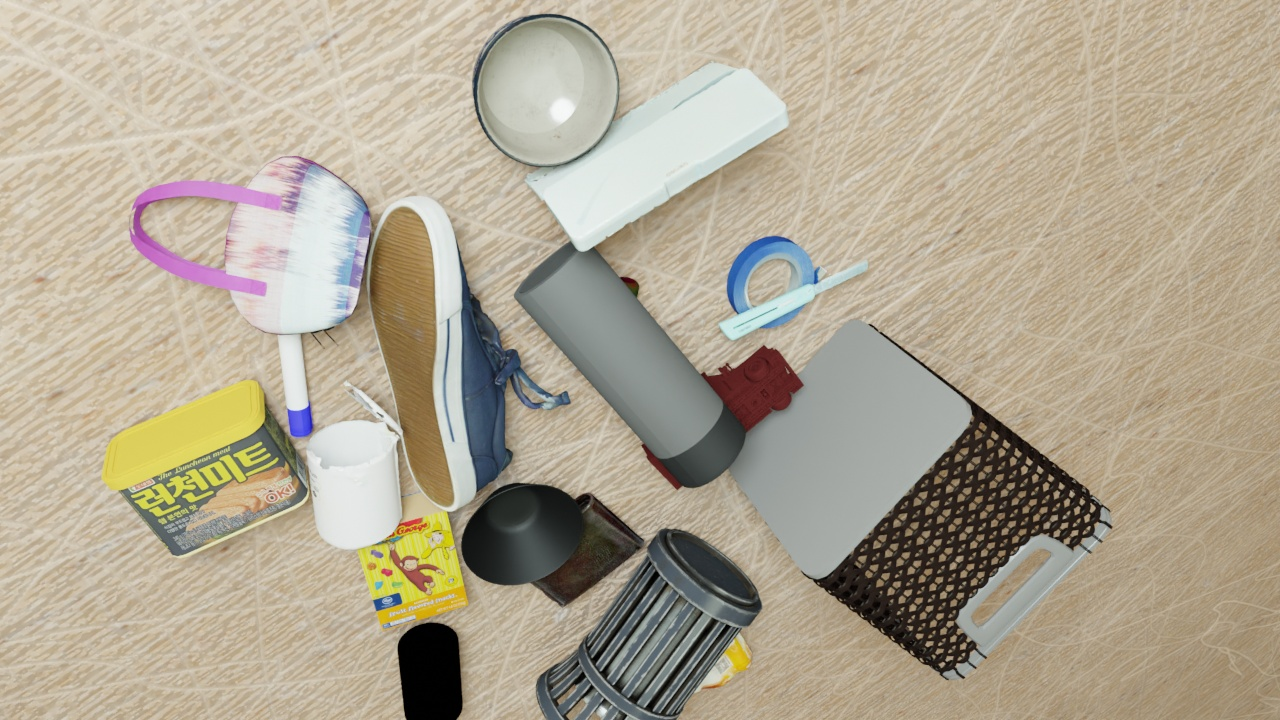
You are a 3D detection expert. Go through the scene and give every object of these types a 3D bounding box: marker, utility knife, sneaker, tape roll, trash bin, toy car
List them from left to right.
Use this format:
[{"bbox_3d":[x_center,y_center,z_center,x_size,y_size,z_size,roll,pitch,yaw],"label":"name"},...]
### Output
[{"bbox_3d":[-0.298,0.001,0.789,0.020,0.020,0.142,-6,120,-20],"label":"marker"},{"bbox_3d":[-0.150,-0.011,0.810,0.127,0.121,0.295,-32,132,-39],"label":"sneaker"},{"bbox_3d":[0.016,0.314,1.015,0.164,0.164,0.227,29,100,-33],"label":"trash bin"},{"bbox_3d":[0.080,0.053,0.948,0.170,0.062,0.070,-40,125,3],"label":"toy car"},{"bbox_3d":[0.131,-0.078,0.923,0.093,0.016,0.091,29,104,-33],"label":"tape roll"},{"bbox_3d":[0.156,-0.063,0.923,0.168,0.015,0.022,-26,93,-9],"label":"utility knife"}]

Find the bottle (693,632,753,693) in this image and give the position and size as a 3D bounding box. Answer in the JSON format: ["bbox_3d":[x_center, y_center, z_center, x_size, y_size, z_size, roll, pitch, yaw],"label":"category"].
[{"bbox_3d":[0.083,0.374,1.131,0.109,0.063,0.063,-33,125,-3],"label":"bottle"}]

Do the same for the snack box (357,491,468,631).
[{"bbox_3d":[-0.229,0.198,0.915,0.088,0.040,0.126,-14,122,-15],"label":"snack box"}]

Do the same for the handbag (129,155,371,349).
[{"bbox_3d":[-0.300,-0.091,0.710,0.169,0.068,0.144,11,97,-18],"label":"handbag"}]

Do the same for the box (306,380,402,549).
[{"bbox_3d":[-0.252,0.087,0.820,0.091,0.081,0.161,-18,129,-30],"label":"box"}]

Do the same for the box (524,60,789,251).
[{"bbox_3d":[0.006,-0.176,0.742,0.197,0.136,0.043,-31,135,-4],"label":"box"}]

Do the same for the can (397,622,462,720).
[{"bbox_3d":[-0.225,0.341,0.984,0.063,0.063,0.114,-8,120,-19],"label":"can"}]

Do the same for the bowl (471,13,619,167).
[{"bbox_3d":[-0.081,-0.219,0.729,0.115,0.059,0.116,-10,121,-17],"label":"bowl"}]

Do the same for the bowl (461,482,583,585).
[{"bbox_3d":[-0.125,0.163,0.931,0.124,0.052,0.124,-10,121,-17],"label":"bowl"}]

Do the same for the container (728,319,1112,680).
[{"bbox_3d":[0.278,0.137,0.972,0.243,0.245,0.247,35,101,-30],"label":"container"}]

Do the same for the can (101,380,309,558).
[{"bbox_3d":[-0.364,0.094,0.783,0.130,0.072,0.101,-24,127,-9],"label":"can"}]

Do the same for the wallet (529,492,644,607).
[{"bbox_3d":[-0.070,0.206,0.995,0.120,0.031,0.099,-40,122,5],"label":"wallet"}]

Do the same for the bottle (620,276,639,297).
[{"bbox_3d":[-0.024,-0.029,0.882,0.025,0.025,0.106,3,116,-24],"label":"bottle"}]

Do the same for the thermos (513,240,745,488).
[{"bbox_3d":[-0.005,0.005,0.834,0.082,0.082,0.240,-40,109,2],"label":"thermos"}]
